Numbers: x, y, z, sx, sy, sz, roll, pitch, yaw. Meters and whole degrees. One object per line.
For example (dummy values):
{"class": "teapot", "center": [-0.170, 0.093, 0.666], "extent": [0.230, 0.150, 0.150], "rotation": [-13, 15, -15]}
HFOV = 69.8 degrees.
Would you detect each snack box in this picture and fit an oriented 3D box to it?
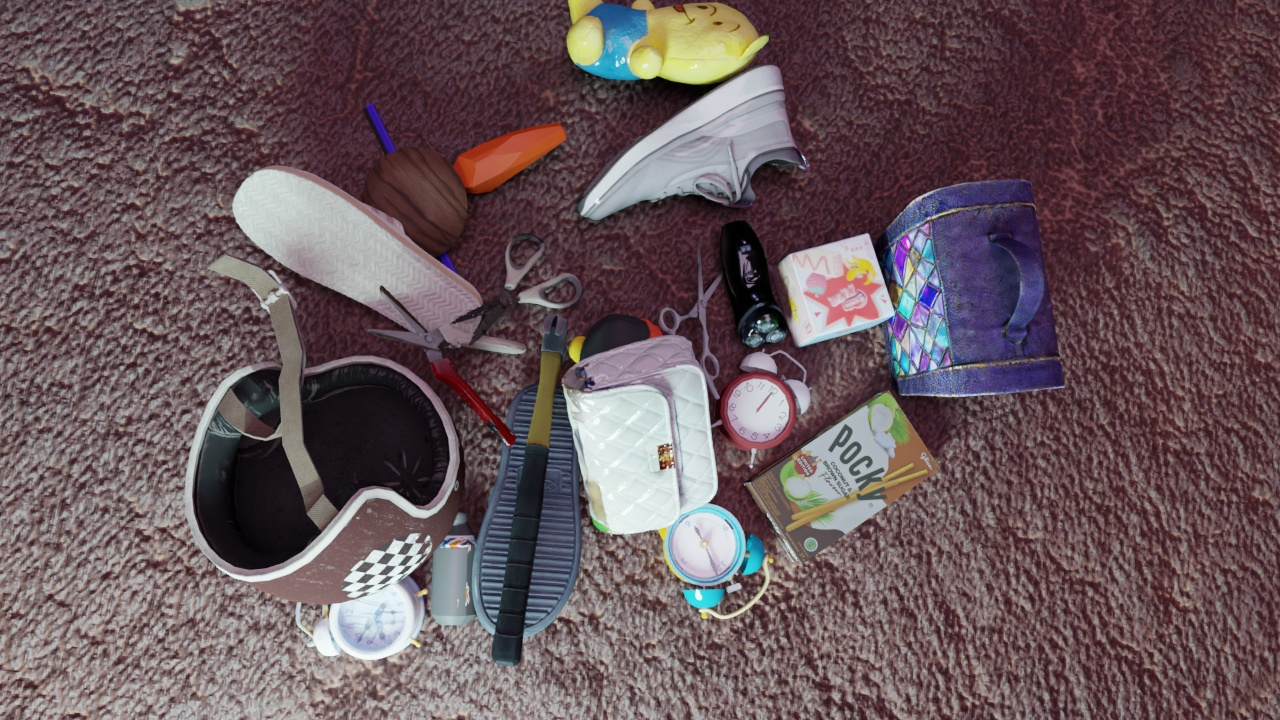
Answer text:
{"class": "snack box", "center": [0.207, -0.074, 0.995], "extent": [0.093, 0.079, 0.094], "rotation": [-15, 84, -9]}
{"class": "snack box", "center": [0.217, 0.125, 0.992], "extent": [0.186, 0.032, 0.101], "rotation": [-32, 87, -10]}

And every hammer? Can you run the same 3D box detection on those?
{"class": "hammer", "center": [-0.100, 0.110, 0.856], "extent": [0.025, 0.118, 0.332], "rotation": [8, 66, -3]}

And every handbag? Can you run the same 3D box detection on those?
{"class": "handbag", "center": [0.340, -0.063, 0.937], "extent": [0.125, 0.222, 0.204], "rotation": [-6, 83, -8]}
{"class": "handbag", "center": [0.004, 0.078, 0.902], "extent": [0.138, 0.072, 0.195], "rotation": [-16, 126, -8]}

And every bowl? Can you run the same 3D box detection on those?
{"class": "bowl", "center": [-0.242, -0.163, 0.955], "extent": [0.119, 0.032, 0.119], "rotation": [2, 98, 11]}

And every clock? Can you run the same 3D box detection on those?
{"class": "clock", "center": [0.129, 0.046, 0.987], "extent": [0.087, 0.044, 0.124], "rotation": [39, 81, 0]}
{"class": "clock", "center": [-0.276, 0.249, 0.907], "extent": [0.125, 0.052, 0.088], "rotation": [5, 82, -3]}
{"class": "clock", "center": [0.075, 0.204, 0.960], "extent": [0.099, 0.044, 0.129], "rotation": [-37, 81, -10]}

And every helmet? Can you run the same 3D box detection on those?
{"class": "helmet", "center": [-0.284, 0.093, 0.827], "extent": [0.233, 0.253, 0.234], "rotation": [39, 95, 26]}

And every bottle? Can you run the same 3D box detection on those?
{"class": "bottle", "center": [-0.186, 0.209, 0.924], "extent": [0.047, 0.047, 0.112], "rotation": [2, 82, -7]}

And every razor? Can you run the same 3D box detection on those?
{"class": "razor", "center": [0.120, -0.085, 0.994], "extent": [0.053, 0.064, 0.140], "rotation": [-13, 85, -10]}

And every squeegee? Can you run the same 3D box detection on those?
{"class": "squeegee", "center": [-0.165, -0.206, 0.981], "extent": [0.185, 0.055, 0.249], "rotation": [-27, 86, -2]}

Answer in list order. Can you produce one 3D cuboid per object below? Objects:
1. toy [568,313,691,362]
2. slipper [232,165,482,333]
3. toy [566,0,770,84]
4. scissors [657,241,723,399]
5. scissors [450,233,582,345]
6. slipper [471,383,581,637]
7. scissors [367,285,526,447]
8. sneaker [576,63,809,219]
{"class": "toy", "center": [-0.006, 0.006, 0.953], "extent": [0.119, 0.100, 0.097], "rotation": [24, 40, -22]}
{"class": "slipper", "center": [-0.280, -0.105, 0.934], "extent": [0.263, 0.052, 0.115], "rotation": [33, 120, -17]}
{"class": "toy", "center": [0.025, -0.346, 0.995], "extent": [0.214, 0.084, 0.148], "rotation": [2, 41, -3]}
{"class": "scissors", "center": [0.069, -0.043, 0.978], "extent": [0.141, 0.014, 0.165], "rotation": [-28, 99, -47]}
{"class": "scissors", "center": [-0.124, -0.067, 0.955], "extent": [0.153, 0.013, 0.163], "rotation": [17, 55, -24]}
{"class": "slipper", "center": [-0.108, 0.153, 0.932], "extent": [0.101, 0.083, 0.263], "rotation": [8, 62, -5]}
{"class": "scissors", "center": [-0.174, -0.004, 0.908], "extent": [0.015, 0.178, 0.199], "rotation": [-36, 93, 30]}
{"class": "sneaker", "center": [0.058, -0.205, 0.995], "extent": [0.263, 0.097, 0.129], "rotation": [-31, 100, -4]}
